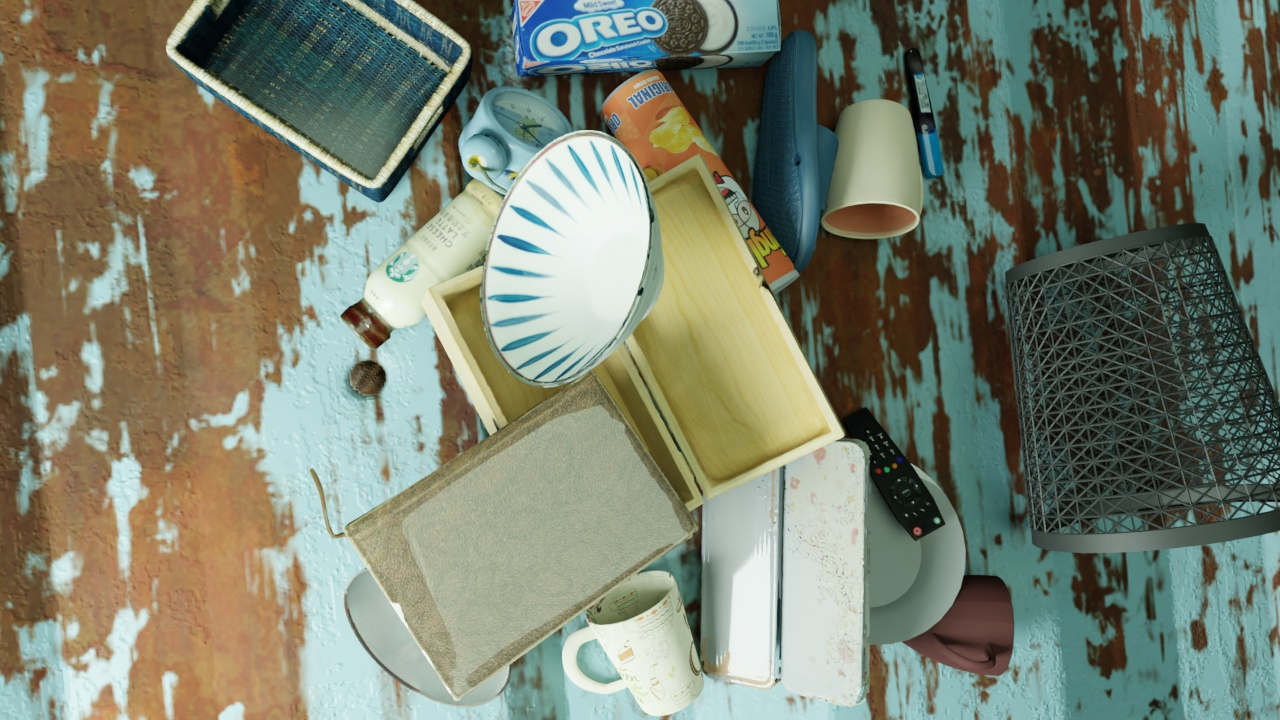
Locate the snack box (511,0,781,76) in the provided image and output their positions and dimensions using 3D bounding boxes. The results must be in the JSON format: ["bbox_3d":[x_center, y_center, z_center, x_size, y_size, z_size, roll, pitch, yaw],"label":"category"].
[{"bbox_3d":[0.005,-0.282,0.788,0.226,0.059,0.059,-5,94,-11],"label":"snack box"}]

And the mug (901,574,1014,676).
[{"bbox_3d":[0.275,0.238,0.812,0.088,0.114,0.087,4,105,3],"label":"mug"}]

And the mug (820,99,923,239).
[{"bbox_3d":[0.216,-0.167,0.821,0.111,0.085,0.104,15,74,-38],"label":"mug"}]

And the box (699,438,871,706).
[{"bbox_3d":[0.122,0.171,0.775,0.149,0.042,0.216,1,89,26],"label":"box"}]

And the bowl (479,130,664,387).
[{"bbox_3d":[-0.033,-0.065,0.646,0.070,0.178,0.177,12,87,-44],"label":"bowl"}]

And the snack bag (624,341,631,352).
[{"bbox_3d":[0.047,-0.033,0.804,0.116,0.036,0.077,12,87,-11],"label":"snack bag"}]

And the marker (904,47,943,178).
[{"bbox_3d":[0.264,-0.231,0.859,0.018,0.015,0.123,-9,89,-14],"label":"marker"}]

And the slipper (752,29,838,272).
[{"bbox_3d":[0.139,-0.179,0.791,0.059,0.104,0.213,3,85,-14],"label":"slipper"}]

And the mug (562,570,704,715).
[{"bbox_3d":[-0.009,0.249,0.780,0.122,0.081,0.097,-21,101,11],"label":"mug"}]

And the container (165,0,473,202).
[{"bbox_3d":[-0.248,-0.237,0.731,0.187,0.071,0.145,34,84,-9],"label":"container"}]

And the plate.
[{"bbox_3d":[0.201,0.165,0.819,0.173,0.019,0.172,1,68,-2],"label":"plate"}]

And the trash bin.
[{"bbox_3d":[0.429,0.022,0.798,0.216,0.217,0.243,-10,85,-11],"label":"trash bin"}]

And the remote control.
[{"bbox_3d":[0.226,0.101,0.828,0.039,0.010,0.124,-26,71,-11],"label":"remote control"}]

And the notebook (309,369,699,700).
[{"bbox_3d":[-0.096,0.106,0.659,0.215,0.034,0.190,-33,89,-9],"label":"notebook"}]

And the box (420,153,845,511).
[{"bbox_3d":[-0.006,0.005,0.728,0.261,0.096,0.247,-27,89,1],"label":"box"}]

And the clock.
[{"bbox_3d":[-0.099,-0.169,0.739,0.088,0.052,0.124,20,45,-22],"label":"clock"}]

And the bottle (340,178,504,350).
[{"bbox_3d":[-0.172,-0.077,0.752,0.162,0.056,0.056,-45,97,-8],"label":"bottle"}]

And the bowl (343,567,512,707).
[{"bbox_3d":[-0.158,0.203,0.734,0.150,0.151,0.056,47,37,-7],"label":"bowl"}]

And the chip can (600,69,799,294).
[{"bbox_3d":[0.049,-0.141,0.773,0.062,0.062,0.210,-33,85,-10],"label":"chip can"}]
